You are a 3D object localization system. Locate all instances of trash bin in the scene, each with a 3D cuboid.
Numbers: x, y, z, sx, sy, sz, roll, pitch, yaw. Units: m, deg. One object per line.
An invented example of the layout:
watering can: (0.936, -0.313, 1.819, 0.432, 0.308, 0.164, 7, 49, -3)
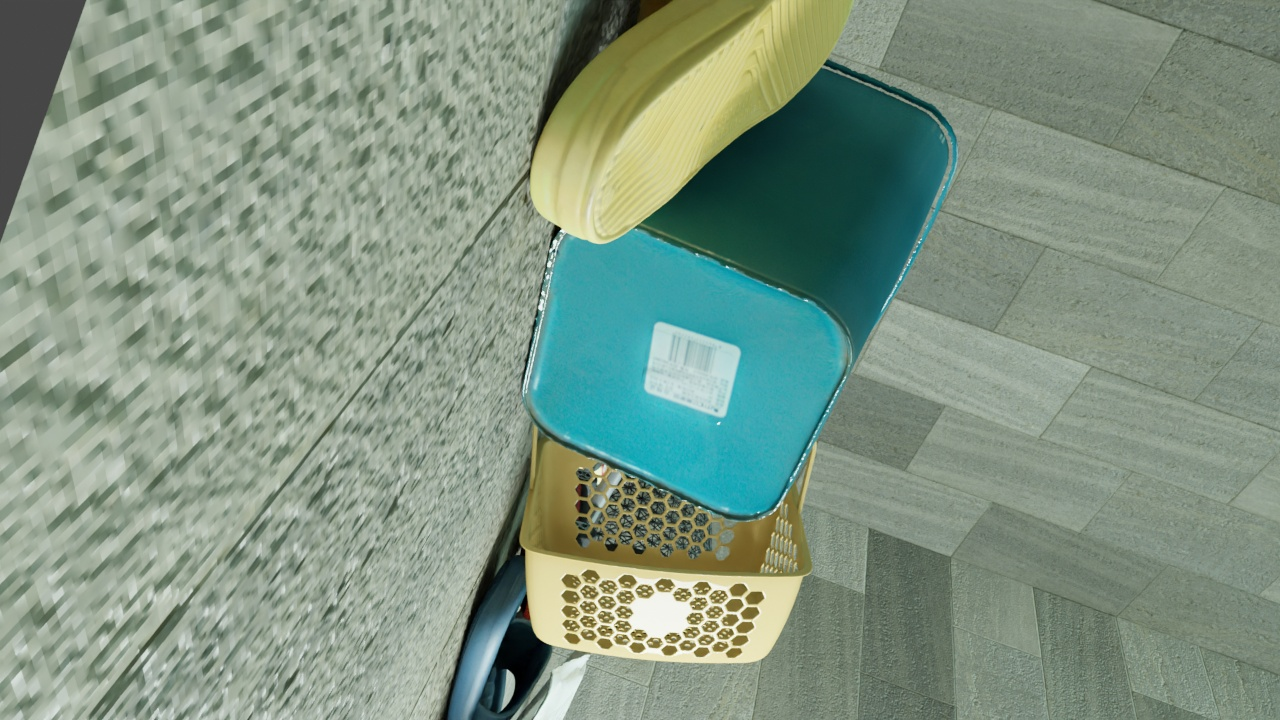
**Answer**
trash bin: (0.053, -0.049, 0.529, 0.218, 0.199, 0.197, -58, 168, -49)
trash bin: (-0.002, 0.201, 1.188, 0.217, 0.217, 0.242, 107, -3, -50)

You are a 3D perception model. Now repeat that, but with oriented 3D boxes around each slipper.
slipper: (-0.104, 0.231, 0.684, 0.103, 0.059, 0.214, -65, 173, -49)
slipper: (0.028, -0.151, 0.406, 0.262, 0.078, 0.100, -49, 166, -34)

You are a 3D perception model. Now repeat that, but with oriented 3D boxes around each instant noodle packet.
instant noodle packet: (-0.108, 0.325, 0.691, 0.269, 0.057, 0.146, -57, 173, 5)

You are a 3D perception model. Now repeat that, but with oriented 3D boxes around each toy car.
toy car: (-0.073, 0.155, 0.808, 0.189, 0.056, 0.082, -88, -163, -74)

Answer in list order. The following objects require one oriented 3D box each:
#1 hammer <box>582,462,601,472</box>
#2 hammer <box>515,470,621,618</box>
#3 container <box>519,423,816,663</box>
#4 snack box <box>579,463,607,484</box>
hammer: (-0.005, 0.005, 0.886, 0.332, 0.033, 0.133, -59, 138, -62)
hammer: (-0.059, 0.169, 0.947, 0.310, 0.029, 0.125, -58, 173, -15)
container: (0.016, 0.105, 0.613, 0.129, 0.183, 0.167, -88, -175, -62)
snack box: (-0.036, 0.056, 1.034, 0.143, 0.040, 0.144, 101, 9, -71)
